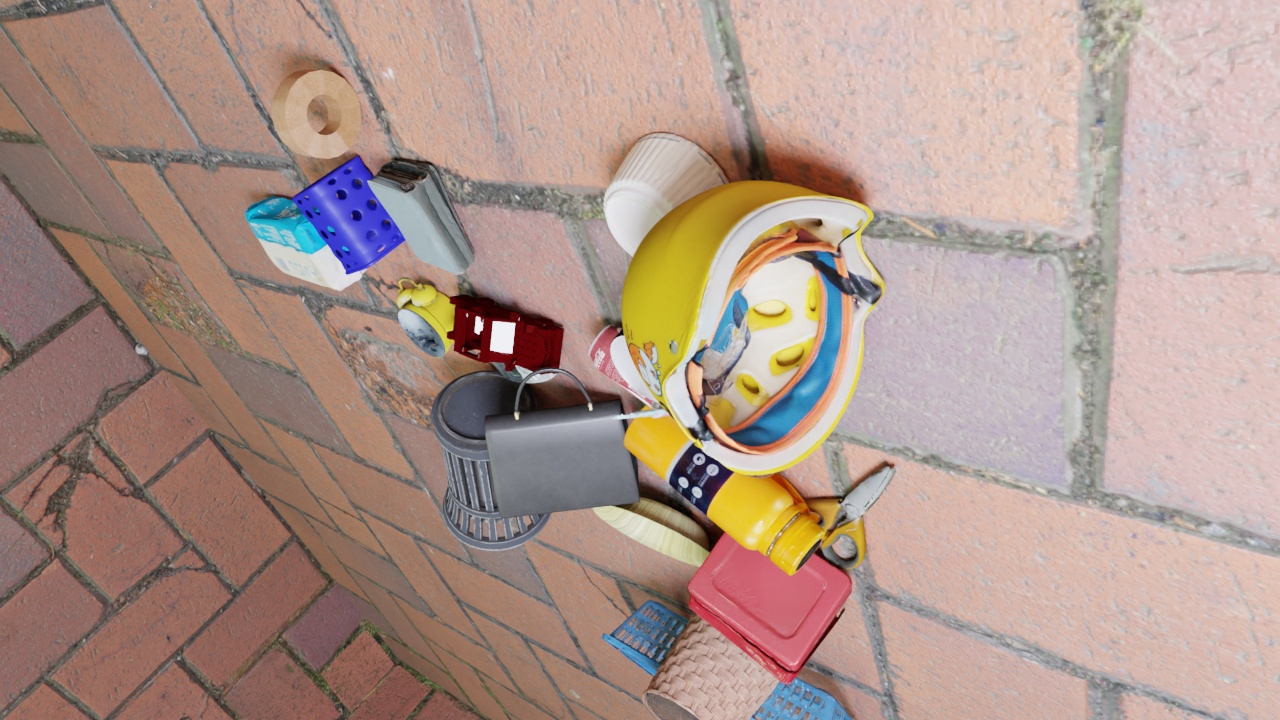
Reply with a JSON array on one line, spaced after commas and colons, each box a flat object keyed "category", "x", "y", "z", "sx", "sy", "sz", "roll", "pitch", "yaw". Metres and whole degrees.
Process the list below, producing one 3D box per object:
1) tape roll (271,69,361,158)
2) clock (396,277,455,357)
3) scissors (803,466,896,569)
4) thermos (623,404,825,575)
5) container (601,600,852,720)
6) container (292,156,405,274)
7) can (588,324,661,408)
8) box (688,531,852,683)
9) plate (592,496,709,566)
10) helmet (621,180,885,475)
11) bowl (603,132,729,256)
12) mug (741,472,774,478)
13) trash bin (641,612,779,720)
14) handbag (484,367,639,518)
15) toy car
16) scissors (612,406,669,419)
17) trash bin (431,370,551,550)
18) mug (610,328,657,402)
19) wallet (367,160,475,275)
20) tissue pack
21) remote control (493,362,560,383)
[{"category": "tape roll", "x": -0.355, "y": -0.271, "z": 1.009, "sx": 0.027, "sy": 0.093, "sz": 0.094, "roll": 16, "pitch": 140, "yaw": 37}, {"category": "clock", "x": -0.285, "y": -0.060, "z": 1.226, "sx": 0.083, "sy": 0.057, "sz": 0.119, "roll": -4, "pitch": 126, "yaw": 52}, {"category": "scissors", "x": 0.226, "y": 0.165, "z": 0.961, "sx": 0.114, "sy": 0.016, "sz": 0.230, "roll": 39, "pitch": 149, "yaw": 5}, {"category": "thermos", "x": 0.095, "y": 0.129, "z": 0.993, "sx": 0.233, "sy": 0.091, "sz": 0.076, "roll": 38, "pitch": 164, "yaw": 23}, {"category": "container", "x": 0.145, "y": 0.475, "z": 1.321, "sx": 0.363, "sy": 0.089, "sz": 0.257, "roll": 19, "pitch": 158, "yaw": 34}, {"category": "container", "x": -0.355, "y": -0.179, "z": 1.133, "sx": 0.085, "sy": 0.084, "sz": 0.113, "roll": -5, "pitch": 124, "yaw": 50}, {"category": "can", "x": -0.006, "y": 0.006, "z": 0.993, "sx": 0.096, "sy": 0.053, "sz": 0.054, "roll": 35, "pitch": 149, "yaw": 12}, {"category": "box", "x": 0.149, "y": 0.270, "z": 1.064, "sx": 0.157, "sy": 0.136, "sz": 0.127, "roll": 34, "pitch": 147, "yaw": 20}, {"category": "plate", "x": 0.028, "y": 0.216, "z": 1.207, "sx": 0.184, "sy": 0.036, "sz": 0.185, "roll": 23, "pitch": 160, "yaw": 9}, {"category": "helmet", "x": 0.075, "y": -0.035, "z": 0.725, "sx": 0.140, "sy": 0.208, "sz": 0.240, "roll": 36, "pitch": 155, "yaw": 40}, {"category": "bowl", "x": 0.018, "y": -0.129, "z": 0.789, "sx": 0.115, "sy": 0.062, "sz": 0.115, "roll": 29, "pitch": 147, "yaw": 21}, {"category": "mug", "x": 0.113, "y": 0.051, "z": 0.863, "sx": 0.096, "sy": 0.110, "sz": 0.123, "roll": 37, "pitch": 150, "yaw": 19}, {"category": "trash bin", "x": 0.116, "y": 0.375, "z": 1.160, "sx": 0.151, "sy": 0.209, "sz": 0.151, "roll": 29, "pitch": 147, "yaw": 21}, {"category": "handbag", "x": -0.101, "y": 0.089, "z": 1.115, "sx": 0.176, "sy": 0.072, "sz": 0.196, "roll": -7, "pitch": 126, "yaw": 3}, {"category": "toy car", "x": -0.174, "y": -0.032, "z": 1.109, "sx": 0.170, "sy": 0.061, "sz": 0.070, "roll": 20, "pitch": 110, "yaw": 33}, {"category": "scissors", "x": 0.038, "y": 0.046, "z": 0.906, "sx": 0.101, "sy": 0.178, "sz": 0.016, "roll": -12, "pitch": 83, "yaw": 23}, {"category": "trash bin", "x": -0.209, "y": 0.136, "z": 1.290, "sx": 0.164, "sy": 0.163, "sz": 0.228, "roll": 29, "pitch": 143, "yaw": 22}, {"category": "mug", "x": 0.027, "y": -0.034, "z": 0.866, "sx": 0.085, "sy": 0.094, "sz": 0.122, "roll": 16, "pitch": 140, "yaw": 37}, {"category": "wallet", "x": -0.250, "y": -0.165, "z": 1.064, "sx": 0.100, "sy": 0.054, "sz": 0.132, "roll": 26, "pitch": 149, "yaw": 41}, {"category": "tissue pack", "x": -0.482, "y": -0.169, "z": 1.308, "sx": 0.210, "sy": 0.065, "sz": 0.117, "roll": 14, "pitch": 140, "yaw": 41}, {"category": "remote control", "x": -0.148, "y": 0.001, "z": 1.173, "sx": 0.114, "sy": 0.028, "sz": 0.060, "roll": 3, "pitch": 131, "yaw": 47}]
